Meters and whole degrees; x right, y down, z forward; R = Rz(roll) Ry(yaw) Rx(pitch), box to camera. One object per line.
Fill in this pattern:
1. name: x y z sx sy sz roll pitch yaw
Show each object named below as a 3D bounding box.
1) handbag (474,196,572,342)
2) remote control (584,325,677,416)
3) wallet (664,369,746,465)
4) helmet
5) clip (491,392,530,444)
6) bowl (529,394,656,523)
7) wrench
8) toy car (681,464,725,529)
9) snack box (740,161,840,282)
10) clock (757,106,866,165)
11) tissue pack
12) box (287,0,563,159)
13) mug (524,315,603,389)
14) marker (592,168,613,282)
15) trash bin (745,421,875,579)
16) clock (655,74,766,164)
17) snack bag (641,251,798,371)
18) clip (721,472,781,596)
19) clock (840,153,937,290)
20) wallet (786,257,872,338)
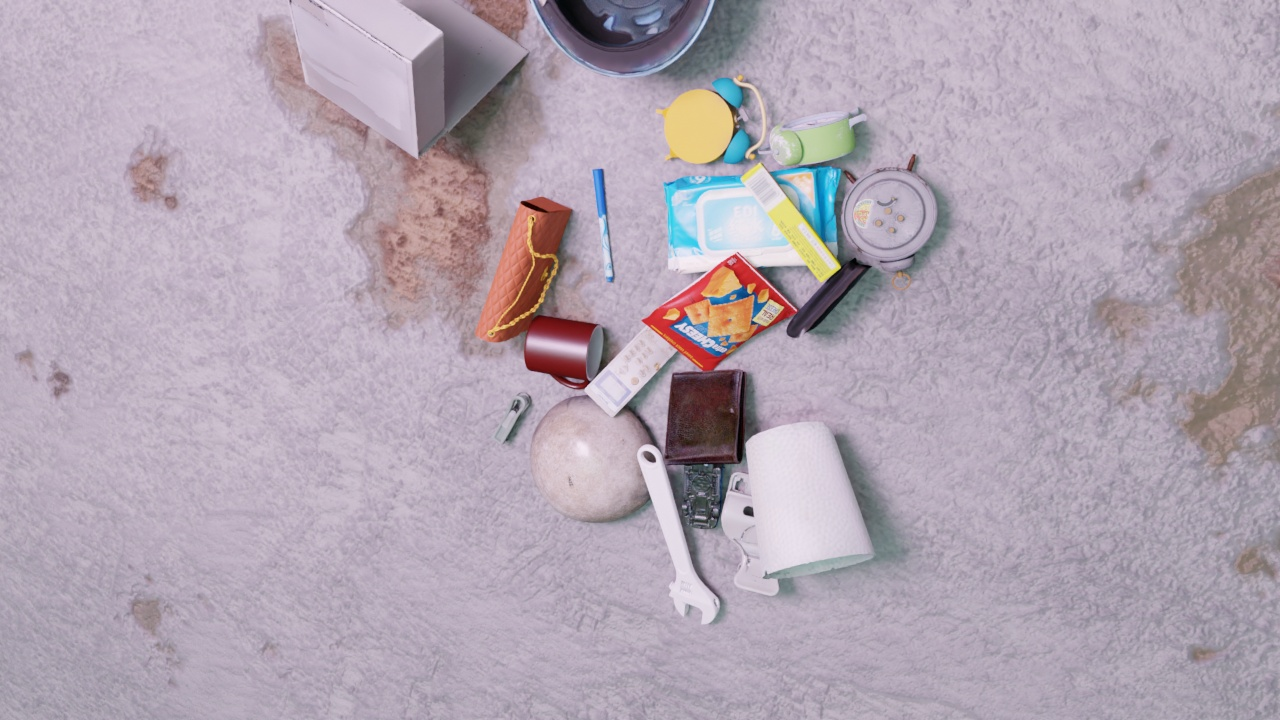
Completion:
1. handbag: -0.143 -0.110 1.141 0.060 0.108 0.172 25 108 8
2. remote control: -0.007 0.007 1.160 0.050 0.011 0.136 44 88 1
3. wallet: 0.081 0.071 1.139 0.099 0.031 0.119 -4 72 26
4. helmet: -0.009 -0.440 0.997 0.226 0.166 0.266 -9 99 19
5. clip: -0.174 0.077 1.237 0.023 0.045 0.076 32 107 4
6. bowl: -0.074 0.139 1.190 0.179 0.081 0.178 5 105 19
7. wrench: 0.045 0.229 1.189 0.066 0.018 0.273 -3 115 33
8. toy car: 0.080 0.157 1.180 0.056 0.043 0.120 5 106 14
9. snack box: 0.168 -0.154 1.021 0.029 0.040 0.148 -38 95 16
10. clock: 0.191 -0.249 1.031 0.119 0.094 0.042 -10 110 11
11. tissue pack: 0.132 -0.165 1.081 0.209 0.066 0.117 -3 102 13
12. box: -0.241 -0.378 1.090 0.167 0.378 0.172 35 125 4
13. mug: -0.097 -0.004 1.181 0.082 0.073 0.106 9 134 12
14. marker: -0.046 -0.169 1.153 0.013 0.013 0.142 -3 102 15
15. trash bin: 0.192 0.165 1.087 0.133 0.133 0.161 -17 69 18
16. clock: 0.085 -0.277 1.079 0.130 0.043 0.099 -6 101 23
17. snack bag: 0.097 -0.055 1.105 0.144 0.039 0.130 -35 128 23
18. clip: 0.162 0.223 1.170 0.125 0.075 0.144 14 96 14
19. clock: 0.286 -0.153 1.047 0.104 0.056 0.148 -11 98 17
20. wallet: 0.217 -0.074 1.066 0.026 0.089 0.115 44 108 9
